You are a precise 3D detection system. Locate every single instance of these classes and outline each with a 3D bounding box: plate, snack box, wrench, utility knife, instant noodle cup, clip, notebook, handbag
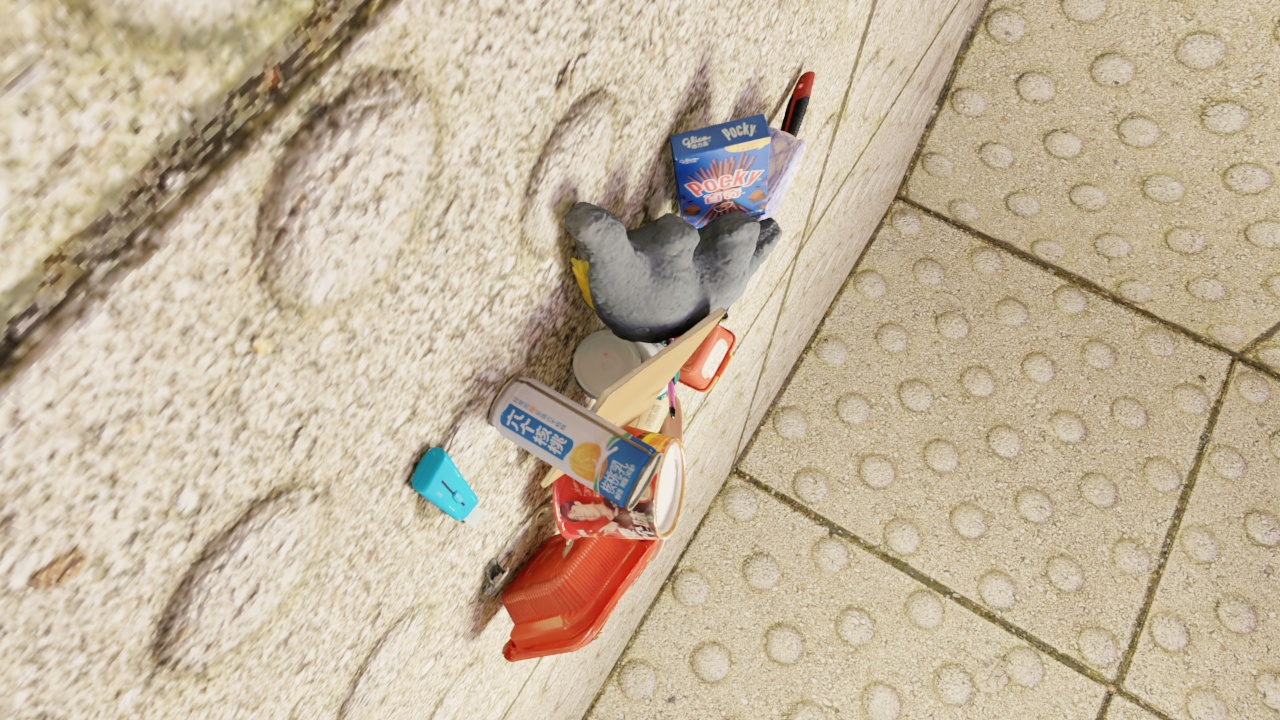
[{"bbox_3d":[0.019,0.159,1.262,0.229,0.028,0.229,-173,-89,-82],"label":"plate"},{"bbox_3d":[0.075,-0.170,0.854,0.157,0.084,0.026,69,9,-73],"label":"snack box"},{"bbox_3d":[0.157,-0.218,1.085,0.056,0.016,0.273,10,-101,64],"label":"wrench"},{"bbox_3d":[-0.147,0.109,0.733,0.034,0.018,0.199,-58,168,-17],"label":"utility knife"},{"bbox_3d":[-0.082,0.258,1.061,0.165,0.079,0.188,-27,-165,41],"label":"instant noodle cup"},{"bbox_3d":[-0.102,0.171,1.035,0.103,0.092,0.035,-99,-163,-44],"label":"clip"},{"bbox_3d":[0.071,-0.015,1.178,0.091,0.082,0.080,-61,157,-5],"label":"snack box"},{"bbox_3d":[-0.152,0.229,0.970,0.025,0.031,0.057,-50,168,-34],"label":"clip"},{"bbox_3d":[-0.011,0.038,0.839,0.147,0.008,0.208,-35,169,-33],"label":"notebook"},{"bbox_3d":[-0.018,0.130,0.972,0.137,0.109,0.138,6,89,-71],"label":"instant noodle cup"},{"bbox_3d":[0.106,-0.164,1.001,0.194,0.075,0.134,-61,172,7],"label":"handbag"}]

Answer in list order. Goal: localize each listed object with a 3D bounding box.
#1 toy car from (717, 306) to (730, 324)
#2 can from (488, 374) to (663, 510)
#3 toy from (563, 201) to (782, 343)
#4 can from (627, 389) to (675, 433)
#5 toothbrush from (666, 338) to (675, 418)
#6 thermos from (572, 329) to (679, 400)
[{"bbox_3d":[0.098,-0.061,1.274,0.090,0.035,0.042,-51,163,-35],"label":"toy car"},{"bbox_3d":[-0.053,0.063,0.731,0.053,0.134,0.053,-56,167,-20],"label":"can"},{"bbox_3d":[0.029,-0.079,0.807,0.355,0.091,0.138,-14,139,-56],"label":"toy"},{"bbox_3d":[-0.005,0.076,1.117,0.116,0.058,0.058,-66,166,21],"label":"can"},{"bbox_3d":[0.033,-0.017,0.954,0.014,0.018,0.188,43,34,-39],"label":"toothbrush"},{"bbox_3d":[-0.006,0.006,0.951,0.073,0.073,0.224,-62,168,5],"label":"thermos"}]
